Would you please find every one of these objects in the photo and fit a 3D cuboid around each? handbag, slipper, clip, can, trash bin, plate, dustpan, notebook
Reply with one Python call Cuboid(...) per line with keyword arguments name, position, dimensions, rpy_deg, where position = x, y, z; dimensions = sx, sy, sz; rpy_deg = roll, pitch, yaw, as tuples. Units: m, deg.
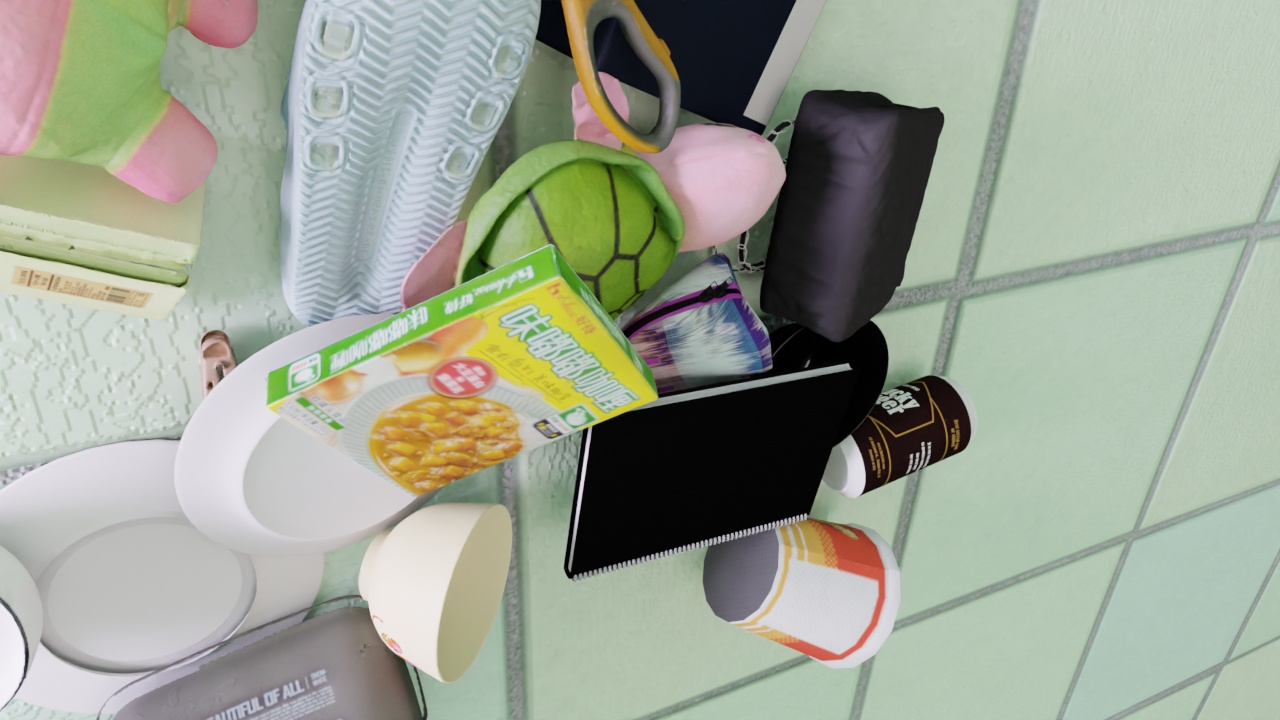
Cuboid(name="handbag", position=(-0.004, 0.004, 0.607), dimensions=(0.170, 0.068, 0.144), rpy_deg=(-26, 161, 2))
Cuboid(name="slipper", position=(-0.133, -0.118, 0.467), dimensions=(0.103, 0.074, 0.246), rpy_deg=(-1, 134, -35))
Cuboid(name="clip", position=(-0.233, 0.016, 0.512), dimensions=(0.024, 0.045, 0.062), rpy_deg=(-14, 138, -24))
Cuboid(name="can", position=(0.210, 0.062, 0.767), dimensions=(0.128, 0.072, 0.072), rpy_deg=(-19, 125, -19))
Cuboid(name="trash bin", position=(-0.206, 0.311, 0.573), dimensions=(0.197, 0.220, 0.198), rpy_deg=(-20, 131, -19))
Cuboid(name="handbag", position=(0.132, -0.109, 0.629), dimensions=(0.124, 0.115, 0.154), rpy_deg=(-23, 127, -46))
Cuboid(name="plate", position=(-0.175, 0.055, 0.551), dimensions=(0.188, 0.016, 0.189), rpy_deg=(-24, 140, -23))
Cuboid(name="plate", position=(-0.301, 0.141, 0.561), dimensions=(0.208, 0.015, 0.209), rpy_deg=(-14, 124, -22))
Cuboid(name="dustpan", position=(0.019, -0.269, 0.483), dimensions=(0.272, 0.080, 0.237), rpy_deg=(1, 119, -53))
Cuboid(name="notebook", position=(0.050, 0.077, 0.647), dimensions=(0.206, 0.016, 0.149), rpy_deg=(-9, 129, -26))

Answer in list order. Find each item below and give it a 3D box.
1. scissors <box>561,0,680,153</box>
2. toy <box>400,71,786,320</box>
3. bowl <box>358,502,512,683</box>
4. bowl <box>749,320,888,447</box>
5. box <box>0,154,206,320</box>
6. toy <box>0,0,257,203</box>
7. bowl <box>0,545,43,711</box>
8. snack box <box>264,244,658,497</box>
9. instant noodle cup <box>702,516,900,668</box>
Cuboid(name="scissors", position=(-0.019, -0.192, 0.417), dimensions=(0.224, 0.016, 0.225), rpy_deg=(-19, 121, -27))
Cuboid(name="toy", position=(-0.026, -0.071, 0.526), dimensions=(0.237, 0.087, 0.190), rpy_deg=(-26, 145, -20))
Cuboid(name="bowl", position=(-0.142, 0.144, 0.609), dimensions=(0.074, 0.117, 0.118), rpy_deg=(12, 119, 11))
Cuboid(name="bowl", position=(0.122, 0.010, 0.697), dimensions=(0.124, 0.052, 0.124), rpy_deg=(-14, 124, -22))
Cuboid(name="box", position=(-0.300, -0.082, 0.411), dimensions=(0.187, 0.092, 0.083), rpy_deg=(13, 75, -35))
Cuboid(name="toy", position=(-0.266, -0.150, 0.338), dimensions=(0.236, 0.097, 0.192), rpy_deg=(18, 84, -51))
Cuboid(name="bowl", position=(-0.371, 0.133, 0.477), dimensions=(0.113, 0.063, 0.113), rpy_deg=(-5, 114, -11))
Cuboid(name="snack box", position=(-0.091, 0.015, 0.500), dimensions=(0.168, 0.027, 0.132), rpy_deg=(-23, 144, 11))
Cuboid(name="instant noodle cup", position=(0.129, 0.184, 0.770), dimensions=(0.121, 0.123, 0.123), rpy_deg=(22, 105, -29))
